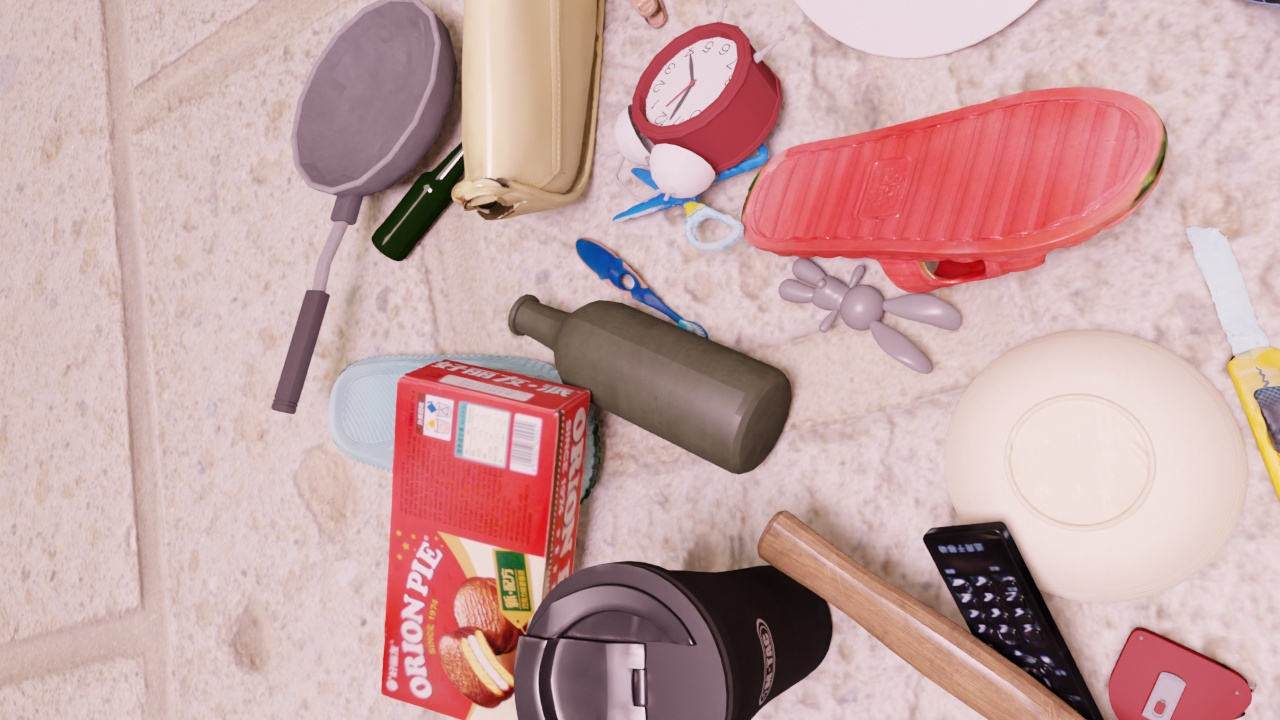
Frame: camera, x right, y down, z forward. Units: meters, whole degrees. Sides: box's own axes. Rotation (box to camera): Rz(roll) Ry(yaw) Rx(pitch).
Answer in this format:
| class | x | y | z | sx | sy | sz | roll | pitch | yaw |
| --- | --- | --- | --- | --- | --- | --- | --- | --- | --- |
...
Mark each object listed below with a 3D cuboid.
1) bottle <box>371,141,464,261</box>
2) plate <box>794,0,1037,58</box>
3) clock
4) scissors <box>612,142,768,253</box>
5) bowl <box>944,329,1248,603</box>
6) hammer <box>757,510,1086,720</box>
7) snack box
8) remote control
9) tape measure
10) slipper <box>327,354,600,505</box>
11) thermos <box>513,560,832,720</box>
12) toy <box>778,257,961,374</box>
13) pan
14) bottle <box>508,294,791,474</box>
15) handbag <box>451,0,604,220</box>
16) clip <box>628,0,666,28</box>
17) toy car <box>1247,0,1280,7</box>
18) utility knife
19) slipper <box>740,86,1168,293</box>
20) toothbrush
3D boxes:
| class | x | y | z | sx | sy | sz | roll | pitch | yaw |
| --- | --- | --- | --- | --- | --- | --- | --- | --- | --- |
| bottle | -0.172 | -0.135 | 0.750 | 0.123 | 0.033 | 0.033 | -46 | 65 | 16 |
| plate | 0.161 | -0.286 | 0.539 | 0.209 | 0.015 | 0.209 | 16 | 119 | 32 |
| clock | 0.035 | -0.165 | 0.612 | 0.138 | 0.048 | 0.096 | -47 | 46 | 7 |
| scissors | 0.030 | -0.106 | 0.630 | 0.131 | 0.018 | 0.110 | -15 | 57 | 33 |
| bowl | 0.230 | 0.053 | 0.478 | 0.151 | 0.075 | 0.150 | -4 | 81 | 29 |
| hammer | 0.191 | 0.169 | 0.458 | 0.305 | 0.040 | 0.133 | 33 | 138 | 24 |
| snack box | -0.106 | 0.126 | 0.617 | 0.113 | 0.060 | 0.236 | 11 | 105 | 15 |
| remote control | 0.201 | 0.147 | 0.478 | 0.047 | 0.022 | 0.150 | -19 | 103 | 49 |
| tape measure | 0.274 | 0.173 | 0.470 | 0.059 | 0.019 | 0.051 | 24 | 95 | 29 |
| slipper | -0.153 | 0.047 | 0.698 | 0.277 | 0.069 | 0.116 | 6 | 83 | 30 |
| thermos | 0.036 | 0.155 | 0.491 | 0.106 | 0.218 | 0.105 | -4 | 82 | 29 |
| toy | 0.137 | -0.033 | 0.567 | 0.112 | 0.030 | 0.049 | 29 | 83 | 34 |
| pan | -0.238 | -0.129 | 0.753 | 0.179 | 0.041 | 0.357 | 6 | 78 | 37 |
| bottle | -0.004 | 0.004 | 0.616 | 0.207 | 0.071 | 0.071 | 24 | 96 | 29 |
| handbag | -0.088 | -0.214 | 0.639 | 0.089 | 0.190 | 0.233 | 3 | 98 | 12 |
| clip | -0.002 | -0.271 | 0.674 | 0.026 | 0.049 | 0.061 | -30 | 98 | 23 |
| toy car | 0.318 | -0.198 | 0.432 | 0.056 | 0.153 | 0.055 | -22 | 110 | 16 |
| utility knife | 0.322 | 0.030 | 0.466 | 0.030 | 0.019 | 0.217 | -17 | 73 | 17 |
| slipper | 0.171 | -0.091 | 0.535 | 0.249 | 0.059 | 0.103 | 1 | 69 | 45 |
| toothbrush | -0.004 | -0.052 | 0.655 | 0.135 | 0.017 | 0.021 | 39 | 98 | 27 |
